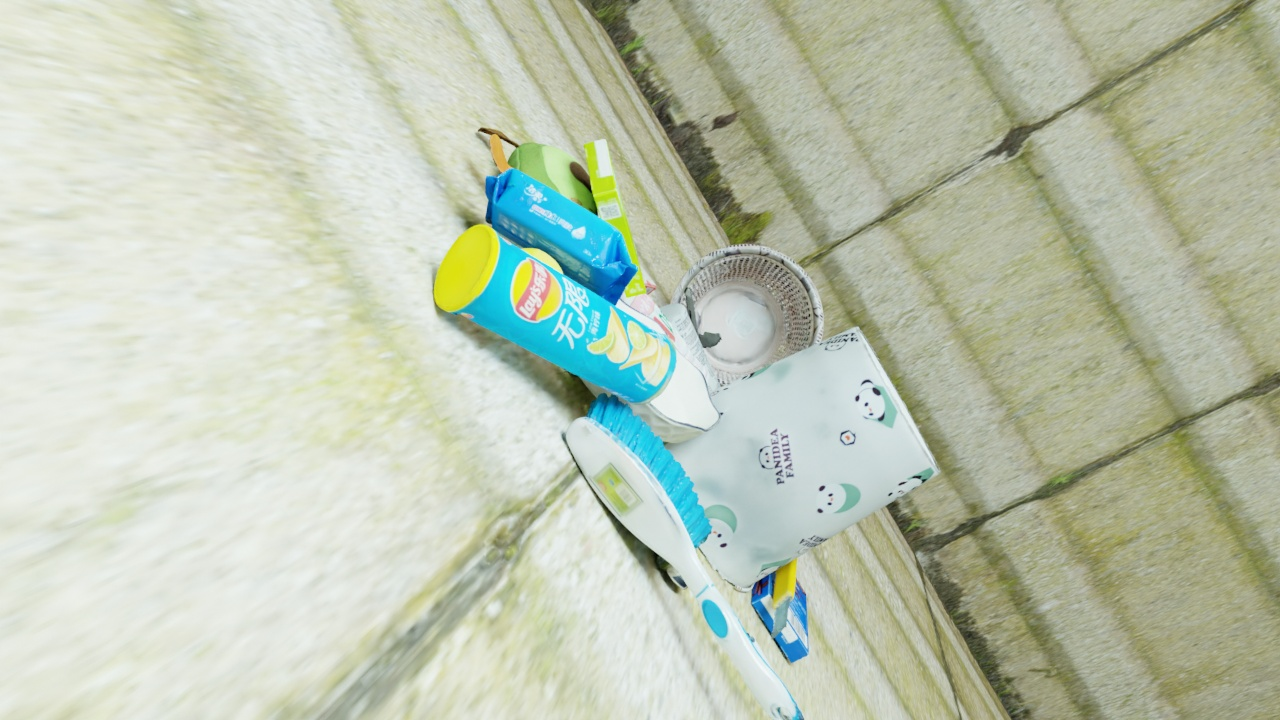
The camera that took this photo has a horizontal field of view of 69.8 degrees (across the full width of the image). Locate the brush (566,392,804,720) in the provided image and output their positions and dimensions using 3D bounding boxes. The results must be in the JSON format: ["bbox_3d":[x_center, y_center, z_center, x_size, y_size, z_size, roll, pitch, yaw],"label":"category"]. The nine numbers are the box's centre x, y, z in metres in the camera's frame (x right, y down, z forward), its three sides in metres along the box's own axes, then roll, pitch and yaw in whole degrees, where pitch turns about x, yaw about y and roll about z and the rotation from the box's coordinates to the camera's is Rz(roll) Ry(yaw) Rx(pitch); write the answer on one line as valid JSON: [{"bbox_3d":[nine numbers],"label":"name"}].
[{"bbox_3d":[0.041,0.166,0.779,0.314,0.061,0.109,50,20,4],"label":"brush"}]

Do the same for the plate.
[{"bbox_3d":[-0.006,0.006,0.946,0.205,0.046,0.204,38,19,-17],"label":"plate"}]

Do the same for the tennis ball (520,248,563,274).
[{"bbox_3d":[-0.099,-0.066,0.805,0.065,0.065,0.065,54,15,-22],"label":"tennis ball"}]

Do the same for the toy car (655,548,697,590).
[{"bbox_3d":[0.033,0.169,0.851,0.042,0.035,0.090,45,23,-39],"label":"toy car"}]

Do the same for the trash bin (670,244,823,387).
[{"bbox_3d":[0.157,-0.057,1.428,0.227,0.227,0.192,60,2,1],"label":"trash bin"}]

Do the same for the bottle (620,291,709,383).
[{"bbox_3d":[0.004,-0.033,1.100,0.197,0.068,0.068,52,16,-18],"label":"bottle"}]

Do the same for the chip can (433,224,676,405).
[{"bbox_3d":[-0.063,-0.031,0.752,0.210,0.071,0.071,30,30,-39],"label":"chip can"}]

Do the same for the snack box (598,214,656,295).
[{"bbox_3d":[-0.041,-0.153,1.224,0.155,0.027,0.077,53,13,8],"label":"snack box"}]

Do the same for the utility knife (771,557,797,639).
[{"bbox_3d":[0.160,0.254,1.023,0.015,0.033,0.219,49,18,-2],"label":"utility knife"}]

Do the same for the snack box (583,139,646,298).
[{"bbox_3d":[-0.026,-0.148,0.975,0.156,0.026,0.085,72,5,-52],"label":"snack box"}]

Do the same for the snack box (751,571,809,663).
[{"bbox_3d":[0.168,0.285,1.098,0.084,0.026,0.157,57,14,-4],"label":"snack box"}]

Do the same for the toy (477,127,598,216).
[{"bbox_3d":[-0.092,-0.166,0.986,0.227,0.090,0.246,37,22,-41],"label":"toy"}]

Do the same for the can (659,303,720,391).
[{"bbox_3d":[0.057,0.001,1.186,0.058,0.058,0.147,-91,158,-63],"label":"can"}]

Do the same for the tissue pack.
[{"bbox_3d":[-0.075,-0.109,0.842,0.157,0.052,0.095,32,-24,1],"label":"tissue pack"}]

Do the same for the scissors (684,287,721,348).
[{"bbox_3d":[0.072,-0.019,1.246,0.189,0.015,0.226,67,-15,-16],"label":"scissors"}]

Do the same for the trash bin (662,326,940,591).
[{"bbox_3d":[0.176,0.101,1.032,0.229,0.252,0.229,54,16,-23],"label":"trash bin"}]

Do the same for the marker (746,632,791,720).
[{"bbox_3d":[0.134,0.328,0.916,0.131,0.018,0.023,59,-11,-5],"label":"marker"}]
